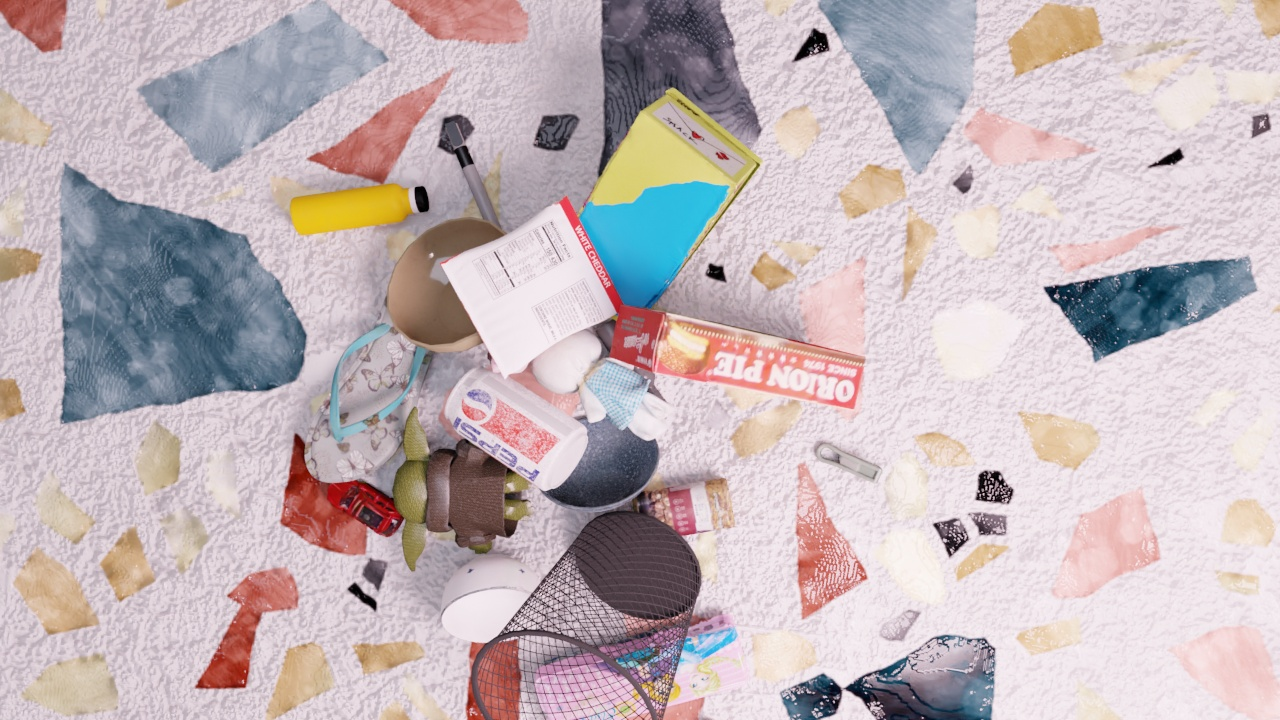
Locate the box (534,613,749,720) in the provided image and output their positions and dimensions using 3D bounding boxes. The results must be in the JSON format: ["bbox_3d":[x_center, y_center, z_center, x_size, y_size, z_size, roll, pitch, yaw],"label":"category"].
[{"bbox_3d":[0.002,0.347,1.023,0.230,0.053,0.085,-16,108,1],"label":"box"}]

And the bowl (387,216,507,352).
[{"bbox_3d":[-0.189,-0.073,0.973,0.152,0.050,0.152,-7,66,17],"label":"bowl"}]

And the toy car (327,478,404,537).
[{"bbox_3d":[-0.308,0.162,1.025,0.091,0.036,0.042,32,91,7],"label":"toy car"}]

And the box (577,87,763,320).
[{"bbox_3d":[0.009,-0.146,0.933,0.124,0.080,0.222,37,131,3],"label":"box"}]

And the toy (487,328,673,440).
[{"bbox_3d":[-0.052,0.010,0.982,0.205,0.106,0.131,36,80,-7],"label":"toy"}]

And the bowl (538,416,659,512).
[{"bbox_3d":[-0.043,0.126,0.995,0.137,0.136,0.057,-10,131,2],"label":"bowl"}]

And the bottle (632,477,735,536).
[{"bbox_3d":[0.047,0.164,1.004,0.105,0.056,0.056,-10,91,1],"label":"bottle"}]

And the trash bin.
[{"bbox_3d":[-0.036,0.268,0.911,0.184,0.209,0.184,9,120,17],"label":"trash bin"}]

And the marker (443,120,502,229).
[{"bbox_3d":[-0.184,-0.197,1.019,0.016,0.016,0.140,-23,91,2],"label":"marker"}]

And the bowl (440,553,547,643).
[{"bbox_3d":[-0.160,0.252,0.997,0.113,0.063,0.114,-6,136,-6],"label":"bowl"}]

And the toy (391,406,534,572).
[{"bbox_3d":[-0.193,0.143,0.999,0.153,0.078,0.179,3,97,7],"label":"toy"}]

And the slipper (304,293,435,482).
[{"bbox_3d":[-0.280,0.017,1.002,0.098,0.055,0.268,28,86,-1],"label":"slipper"}]

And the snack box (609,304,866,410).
[{"bbox_3d":[0.098,-0.003,0.928,0.236,0.113,0.060,12,93,-25],"label":"snack box"}]

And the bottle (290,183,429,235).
[{"bbox_3d":[-0.307,-0.168,1.010,0.143,0.043,0.043,-8,91,2],"label":"bottle"}]

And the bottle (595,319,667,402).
[{"bbox_3d":[-0.006,0.006,1.014,0.030,0.030,0.113,-35,91,2],"label":"bottle"}]

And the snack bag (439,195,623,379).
[{"bbox_3d":[-0.103,-0.073,0.907,0.144,0.039,0.131,-30,100,-15],"label":"snack bag"}]

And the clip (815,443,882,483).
[{"bbox_3d":[0.230,0.113,1.014,0.076,0.059,0.023,23,90,13],"label":"clip"}]

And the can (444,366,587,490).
[{"bbox_3d":[-0.128,0.068,0.946,0.136,0.078,0.078,32,92,14],"label":"can"}]
